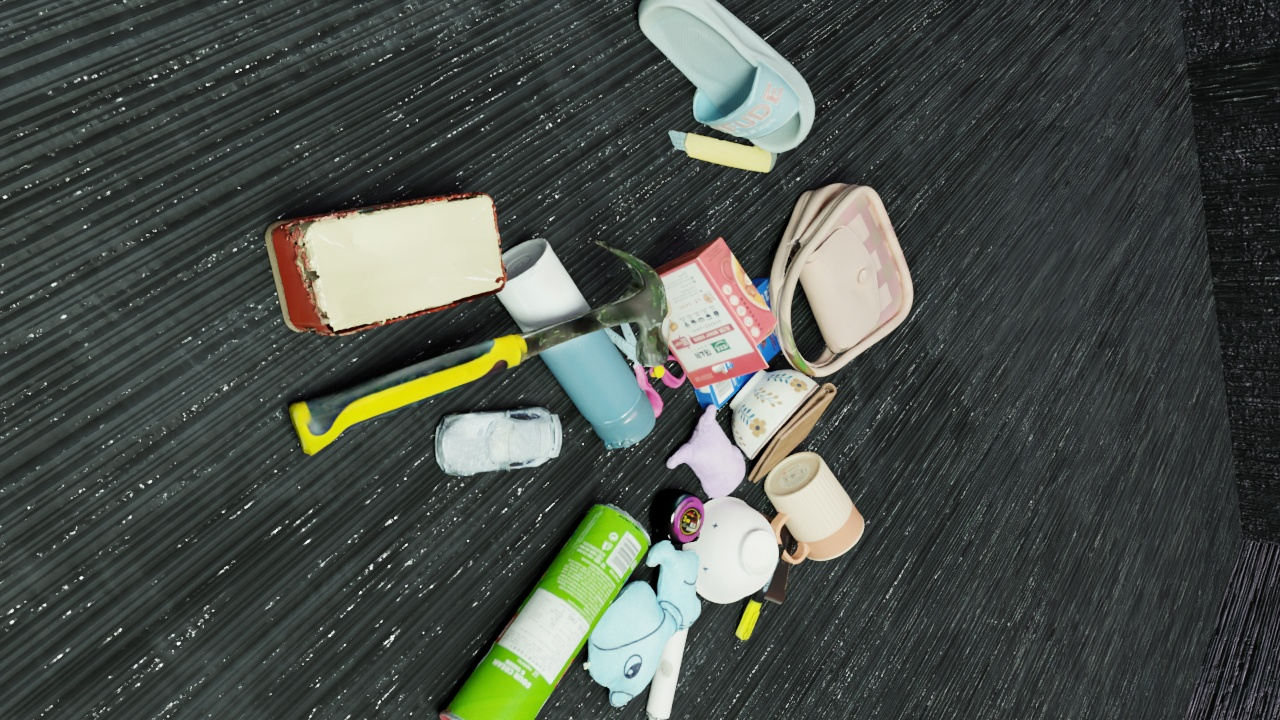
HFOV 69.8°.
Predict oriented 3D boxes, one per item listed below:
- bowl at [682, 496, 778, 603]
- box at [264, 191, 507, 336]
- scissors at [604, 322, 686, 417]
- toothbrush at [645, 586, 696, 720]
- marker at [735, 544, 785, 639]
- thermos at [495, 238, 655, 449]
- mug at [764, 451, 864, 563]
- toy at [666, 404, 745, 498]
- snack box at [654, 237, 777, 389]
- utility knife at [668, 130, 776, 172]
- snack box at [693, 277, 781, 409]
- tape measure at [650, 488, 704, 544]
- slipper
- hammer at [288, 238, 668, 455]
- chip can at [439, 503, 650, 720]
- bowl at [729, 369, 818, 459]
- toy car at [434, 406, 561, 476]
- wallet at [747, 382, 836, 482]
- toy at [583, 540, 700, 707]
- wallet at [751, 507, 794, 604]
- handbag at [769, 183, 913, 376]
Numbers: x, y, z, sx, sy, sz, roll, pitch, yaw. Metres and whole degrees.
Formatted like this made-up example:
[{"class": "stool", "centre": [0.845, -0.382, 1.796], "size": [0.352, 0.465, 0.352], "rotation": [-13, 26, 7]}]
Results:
[{"class": "bowl", "centre": [0.112, 0.210, 1.006], "size": [0.118, 0.065, 0.118], "rotation": [3, 84, -31]}, {"class": "box", "centre": [-0.184, -0.079, 0.697], "size": [0.167, 0.079, 0.091], "rotation": [-21, 108, -43]}, {"class": "scissors", "centre": [-0.007, 0.005, 0.931], "size": [0.137, 0.017, 0.096], "rotation": [38, 73, -35]}, {"class": "toothbrush", "centre": [0.024, 0.346, 0.974], "size": [0.026, 0.027, 0.221], "rotation": [33, 69, -65]}, {"class": "marker", "centre": [0.141, 0.269, 1.067], "size": [0.018, 0.015, 0.124], "rotation": [13, 103, -45]}, {"class": "thermos", "centre": [-0.057, -0.009, 0.843], "size": [0.070, 0.070, 0.220], "rotation": [-53, 127, -29]}, {"class": "mug", "centre": [0.197, 0.184, 1.096], "size": [0.114, 0.082, 0.106], "rotation": [-45, 114, -21]}, {"class": "toy", "centre": [0.079, 0.111, 1.006], "size": [0.083, 0.039, 0.108], "rotation": [-49, 130, -14]}, {"class": "snack box", "centre": [0.067, -0.044, 0.908], "size": [0.044, 0.113, 0.127], "rotation": [-43, 104, -36]}, {"class": "utility knife", "centre": [0.095, -0.232, 1.015], "size": [0.172, 0.019, 0.031], "rotation": [0, 88, -47]}, {"class": "snack box", "centre": [0.108, -0.021, 1.034], "size": [0.156, 0.026, 0.084], "rotation": [-39, 118, -37]}, {"class": "tape measure", "centre": [0.038, 0.164, 0.967], "size": [0.057, 0.039, 0.058], "rotation": [1, 97, -43]}, {"class": "slipper", "centre": [0.090, -0.288, 0.949], "size": [0.245, 0.104, 0.074], "rotation": [32, 67, -37]}, {"class": "hammer", "centre": [-0.117, -0.006, 0.738], "size": [0.322, 0.032, 0.126], "rotation": [-21, 123, -25]}, {"class": "chip can", "centre": [-0.079, 0.240, 0.828], "size": [0.235, 0.072, 0.072], "rotation": [-52, 126, -30]}, {"class": "bowl", "centre": [0.140, 0.051, 1.034], "size": [0.062, 0.114, 0.113], "rotation": [41, 53, 11]}, {"class": "toy car", "centre": [-0.122, 0.069, 0.802], "size": [0.120, 0.037, 0.054], "rotation": [-2, 94, -42]}, {"class": "wallet", "centre": [0.177, 0.086, 1.075], "size": [0.115, 0.020, 0.101], "rotation": [-38, 161, -34]}, {"class": "toy", "centre": [0.002, 0.265, 0.924], "size": [0.156, 0.050, 0.161], "rotation": [-4, 99, -37]}, {"class": "wallet", "centre": [0.143, 0.232, 1.094], "size": [0.122, 0.020, 0.096], "rotation": [30, 71, -45]}, {"class": "handbag", "centre": [0.225, -0.081, 1.100], "size": [0.233, 0.094, 0.193], "rotation": [-49, 123, -33]}]
